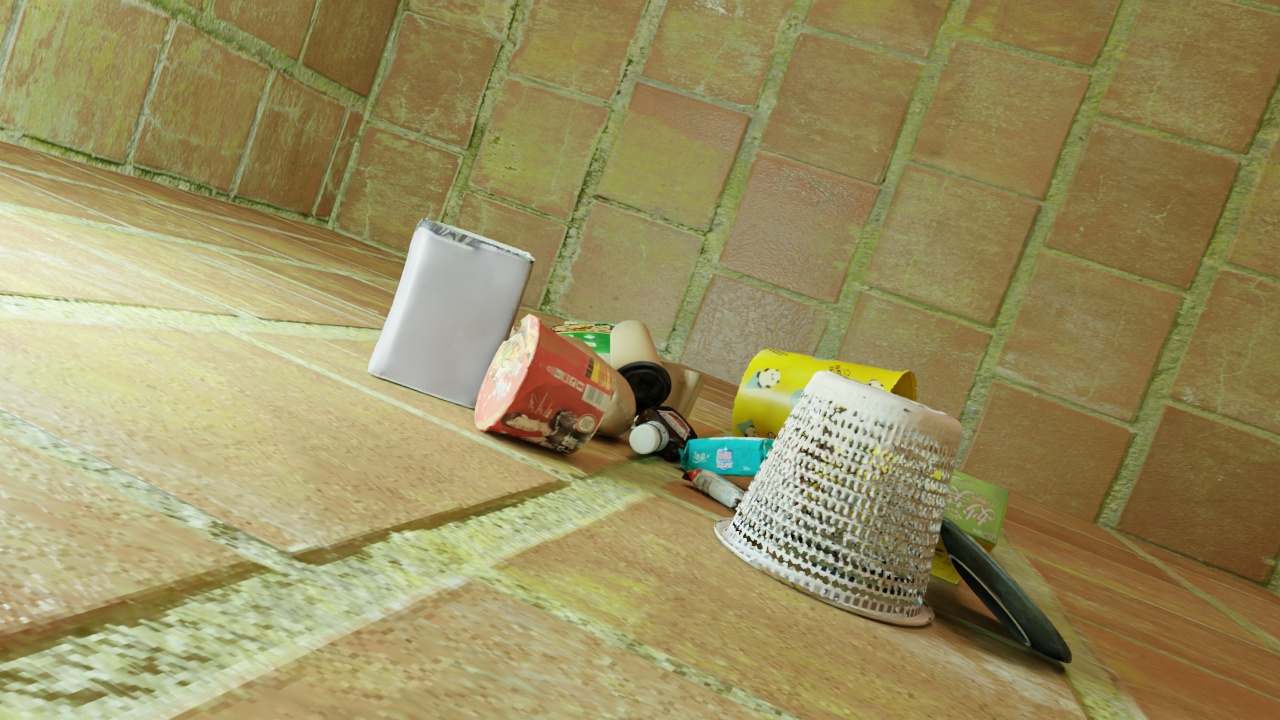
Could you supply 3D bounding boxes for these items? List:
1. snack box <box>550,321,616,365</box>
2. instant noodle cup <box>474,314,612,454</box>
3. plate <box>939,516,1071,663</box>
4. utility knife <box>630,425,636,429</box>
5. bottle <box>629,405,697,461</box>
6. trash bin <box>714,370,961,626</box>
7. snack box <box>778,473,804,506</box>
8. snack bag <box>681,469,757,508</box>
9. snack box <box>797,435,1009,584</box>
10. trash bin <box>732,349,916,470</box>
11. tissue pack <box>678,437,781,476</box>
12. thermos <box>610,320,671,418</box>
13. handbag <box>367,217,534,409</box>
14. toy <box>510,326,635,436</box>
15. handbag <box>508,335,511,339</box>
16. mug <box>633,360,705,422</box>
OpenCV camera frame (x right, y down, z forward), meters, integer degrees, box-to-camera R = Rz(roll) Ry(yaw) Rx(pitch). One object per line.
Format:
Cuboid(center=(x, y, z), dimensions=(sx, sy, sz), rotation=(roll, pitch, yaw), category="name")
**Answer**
Cuboid(center=(-0.088, 0.010, 1.439), dimensions=(0.117, 0.118, 0.105), rotation=(0, 20, -9), category="snack box")
Cuboid(center=(-0.104, 0.036, 1.012), dimensions=(0.108, 0.138, 0.138), rotation=(28, 1, -23), category="instant noodle cup")
Cuboid(center=(0.353, 0.231, 0.912), dimensions=(0.179, 0.024, 0.179), rotation=(49, 0, -1), category="plate")
Cuboid(center=(-0.051, 0.082, 1.362), dimensions=(0.214, 0.018, 0.034), rotation=(22, 4, 3), category="utility knife")
Cuboid(center=(0.027, 0.099, 1.228), dimensions=(0.080, 0.044, 0.194), rotation=(47, 10, 10), category="bottle")
Cuboid(center=(0.210, 0.122, 0.904), dimensions=(0.227, 0.192, 0.227), rotation=(20, 4, -2), category="trash bin")
Cuboid(center=(0.239, 0.183, 1.238), dimensions=(0.113, 0.044, 0.127), rotation=(20, 3, -7), category="snack box")
Cuboid(center=(0.097, 0.153, 1.080), dimensions=(0.105, 0.026, 0.045), rotation=(25, -2, 44), category="snack bag")
Cuboid(center=(0.298, 0.170, 1.069), dimensions=(0.210, 0.069, 0.158), rotation=(21, -26, 13), category="snack box")
Cuboid(center=(0.312, 0.096, 1.579), dimensions=(0.256, 0.229, 0.229), rotation=(17, 2, 30), category="trash bin")
Cuboid(center=(0.126, 0.126, 1.193), dimensions=(0.134, 0.050, 0.093), rotation=(-3, -7, 31), category="tissue pack")
Cuboid(center=(-0.008, 0.008, 1.341), dimensions=(0.093, 0.093, 0.143), rotation=(18, 34, -23), category="thermos")
Cuboid(center=(-0.226, -0.057, 1.102), dimensions=(0.145, 0.197, 0.098), rotation=(19, 7, -18), category="handbag")
Cuboid(center=(-0.094, 0.011, 1.234), dimensions=(0.226, 0.082, 0.143), rotation=(44, -14, 11), category="toy")
Cuboid(center=(-0.257, -0.035, 1.319), dimensions=(0.204, 0.100, 0.148), rotation=(22, 6, -26), category="handbag")
Cuboid(center=(0.049, 0.062, 1.399), dimensions=(0.084, 0.103, 0.125), rotation=(23, -2, -18), category="mug")
